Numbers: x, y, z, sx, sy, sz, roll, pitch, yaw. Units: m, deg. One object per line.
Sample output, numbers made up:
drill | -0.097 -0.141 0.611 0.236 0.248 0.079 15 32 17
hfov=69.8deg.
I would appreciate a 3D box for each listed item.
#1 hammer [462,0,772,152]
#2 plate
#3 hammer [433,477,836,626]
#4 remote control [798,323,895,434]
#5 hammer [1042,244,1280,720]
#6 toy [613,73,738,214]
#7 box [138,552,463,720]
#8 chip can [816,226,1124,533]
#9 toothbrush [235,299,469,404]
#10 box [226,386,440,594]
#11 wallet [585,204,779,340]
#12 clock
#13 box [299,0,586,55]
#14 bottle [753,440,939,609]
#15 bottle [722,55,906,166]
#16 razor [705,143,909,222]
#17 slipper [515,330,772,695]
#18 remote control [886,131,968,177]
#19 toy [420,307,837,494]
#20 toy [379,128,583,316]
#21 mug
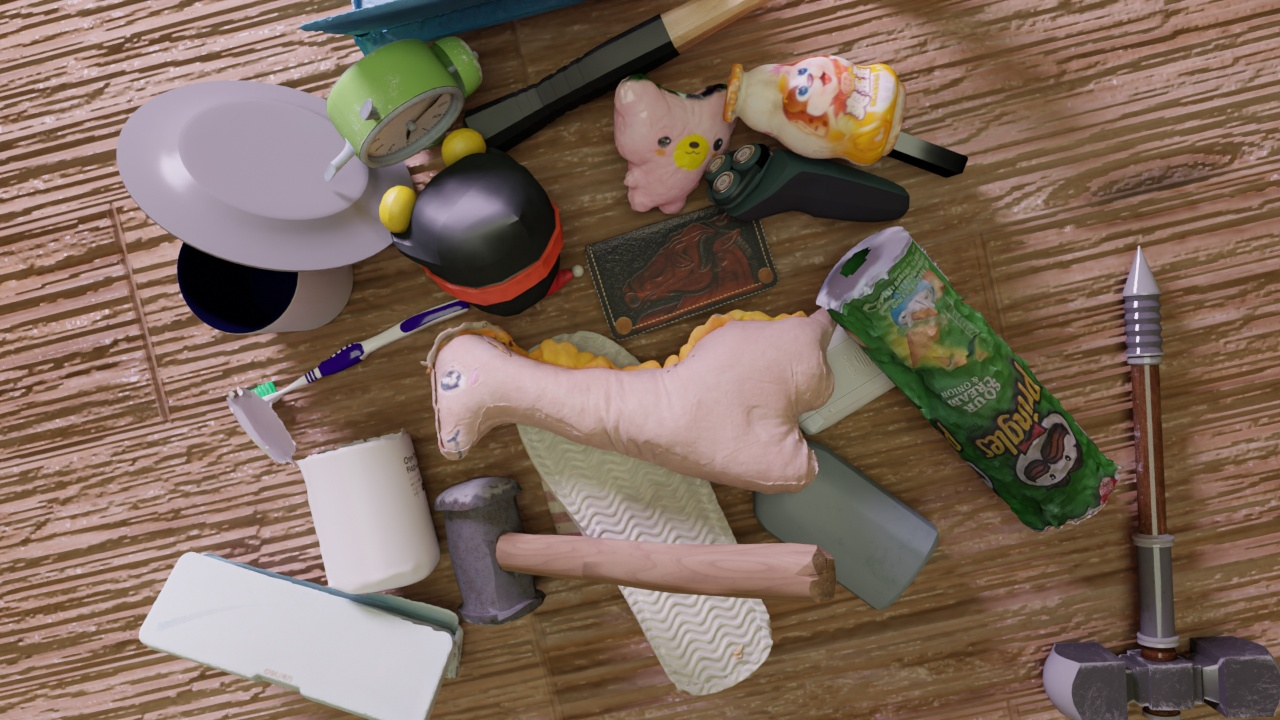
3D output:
hammer | 0.033 -0.219 0.596 0.329 0.131 0.039 -24 92 14
plate | -0.234 -0.126 0.589 0.178 0.177 0.012 32 133 0
hammer | -0.022 0.119 0.546 0.329 0.052 0.098 -8 95 48
remote control | 0.158 -0.006 0.639 0.138 0.025 0.060 -32 92 2
hammer | 0.351 0.085 0.631 0.156 0.043 0.322 -3 91 3
toy | 0.018 -0.144 0.616 0.102 0.050 0.093 -2 115 -37
box | -0.227 0.194 0.644 0.199 0.096 0.085 18 63 1
chip can | 0.210 0.014 0.592 0.223 0.075 0.075 44 94 -13
toothbrush | -0.208 -0.004 0.662 0.187 0.015 0.016 -25 87 4
box | -0.211 0.082 0.631 0.118 0.084 0.160 -12 91 1
wallet | 0.029 -0.065 0.644 0.123 0.019 0.072 -18 92 4
clock | -0.152 -0.168 0.596 0.095 0.119 0.042 -36 88 43
box | -0.079 -0.241 0.577 0.232 0.172 0.066 -11 128 8
bottle | 0.121 0.098 0.637 0.161 0.046 0.072 36 95 0
bottle | 0.107 -0.160 0.576 0.108 0.063 0.063 9 94 2
razor | 0.114 -0.113 0.614 0.142 0.047 0.052 6 131 -17
slipper | -0.004 0.103 0.635 0.115 0.052 0.263 -30 79 -6
remote control | 0.147 -0.158 0.625 0.150 0.034 0.013 21 97 1
toy | -0.004 0.004 0.608 0.264 0.065 0.195 16 65 10
toy | -0.098 -0.076 0.608 0.100 0.119 0.097 29 67 30
mug | -0.234 -0.065 0.618 0.112 0.097 0.078 -24 92 4
